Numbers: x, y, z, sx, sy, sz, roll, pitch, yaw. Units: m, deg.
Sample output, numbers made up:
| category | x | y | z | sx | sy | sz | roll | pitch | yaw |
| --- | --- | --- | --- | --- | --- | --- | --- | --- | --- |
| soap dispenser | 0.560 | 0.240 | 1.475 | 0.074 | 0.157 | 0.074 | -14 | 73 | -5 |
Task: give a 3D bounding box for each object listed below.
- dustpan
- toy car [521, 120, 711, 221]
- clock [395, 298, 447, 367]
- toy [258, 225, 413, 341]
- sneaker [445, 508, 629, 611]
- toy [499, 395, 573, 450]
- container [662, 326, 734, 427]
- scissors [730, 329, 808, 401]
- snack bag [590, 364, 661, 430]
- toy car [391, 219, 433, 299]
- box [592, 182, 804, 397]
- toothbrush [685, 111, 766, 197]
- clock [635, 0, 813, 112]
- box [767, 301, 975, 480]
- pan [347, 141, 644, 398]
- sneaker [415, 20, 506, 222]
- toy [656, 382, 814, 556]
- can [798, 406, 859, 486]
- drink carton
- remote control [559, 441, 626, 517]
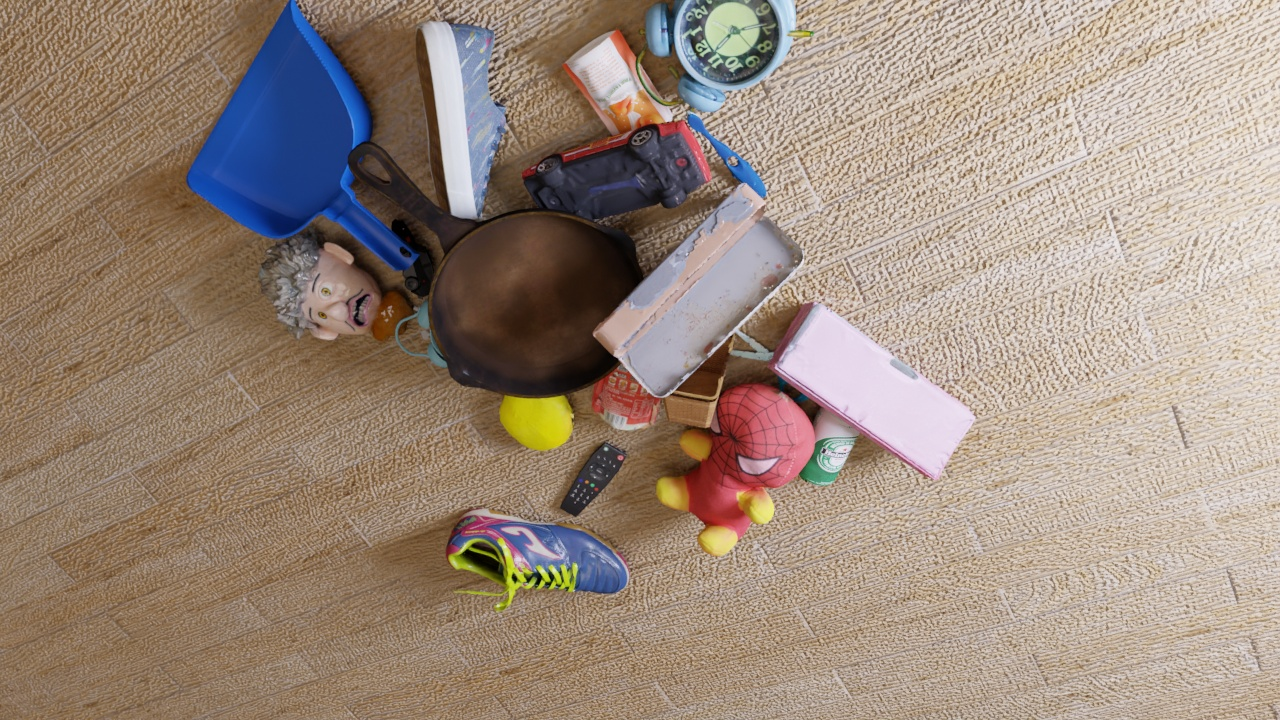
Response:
| category | x | y | z | sx | sy | sz | roll | pitch | yaw |
| --- | --- | --- | --- | --- | --- | --- | --- | --- | --- |
| dustpan | -0.334 | -0.196 | 0.970 | 0.257 | 0.059 | 0.246 | 41 | 118 | -10 |
| toy car | -0.027 | -0.187 | 0.930 | 0.190 | 0.056 | 0.081 | -12 | 135 | 25 |
| clock | -0.223 | -0.031 | 1.059 | 0.123 | 0.042 | 0.087 | -8 | 121 | 4 |
| toy | -0.348 | -0.070 | 1.049 | 0.176 | 0.076 | 0.133 | 18 | 122 | -12 |
| sneaker | -0.135 | 0.272 | 1.197 | 0.242 | 0.090 | 0.116 | 15 | 118 | 0 |
| toy | -0.125 | 0.069 | 1.108 | 0.094 | 0.041 | 0.096 | 1 | 120 | 14 |
| container | 0.063 | 0.019 | 1.012 | 0.063 | 0.113 | 0.061 | 10 | 134 | 11 |
| scissors | 0.154 | -0.012 | 1.035 | 0.133 | 0.015 | 0.104 | 37 | 122 | -7 |
| snack bag | -0.006 | 0.006 | 1.057 | 0.087 | 0.044 | 0.155 | 13 | 117 | -4 |
| toy car | -0.253 | -0.115 | 1.025 | 0.036 | 0.042 | 0.092 | -17 | 118 | -11 |
| box | 0.053 | -0.075 | 0.924 | 0.216 | 0.095 | 0.108 | -45 | 149 | 2 |
| toothbrush | 0.086 | -0.204 | 0.912 | 0.021 | 0.016 | 0.132 | -38 | 131 | 18 |
| clock | 0.070 | -0.299 | 0.855 | 0.162 | 0.059 | 0.118 | -30 | 113 | 27 |
| box | 0.254 | 0.035 | 0.999 | 0.233 | 0.046 | 0.098 | 35 | 80 | -11 |
| pan | -0.150 | -0.100 | 0.941 | 0.249 | 0.043 | 0.356 | -38 | 123 | 17 |
| sneaker | -0.172 | -0.224 | 0.931 | 0.079 | 0.087 | 0.236 | -14 | 126 | -20 |
| toy | 0.115 | 0.117 | 1.061 | 0.147 | 0.098 | 0.217 | 44 | 121 | 20 |
| can | 0.216 | 0.097 | 1.061 | 0.053 | 0.053 | 0.101 | 18 | 121 | -1 |
| drink carton | -0.015 | -0.259 | 0.909 | 0.069 | 0.038 | 0.122 | -23 | 121 | 27 |
| remote control | -0.062 | 0.152 | 1.162 | 0.039 | 0.010 | 0.125 | 31 | 120 | -9 |
